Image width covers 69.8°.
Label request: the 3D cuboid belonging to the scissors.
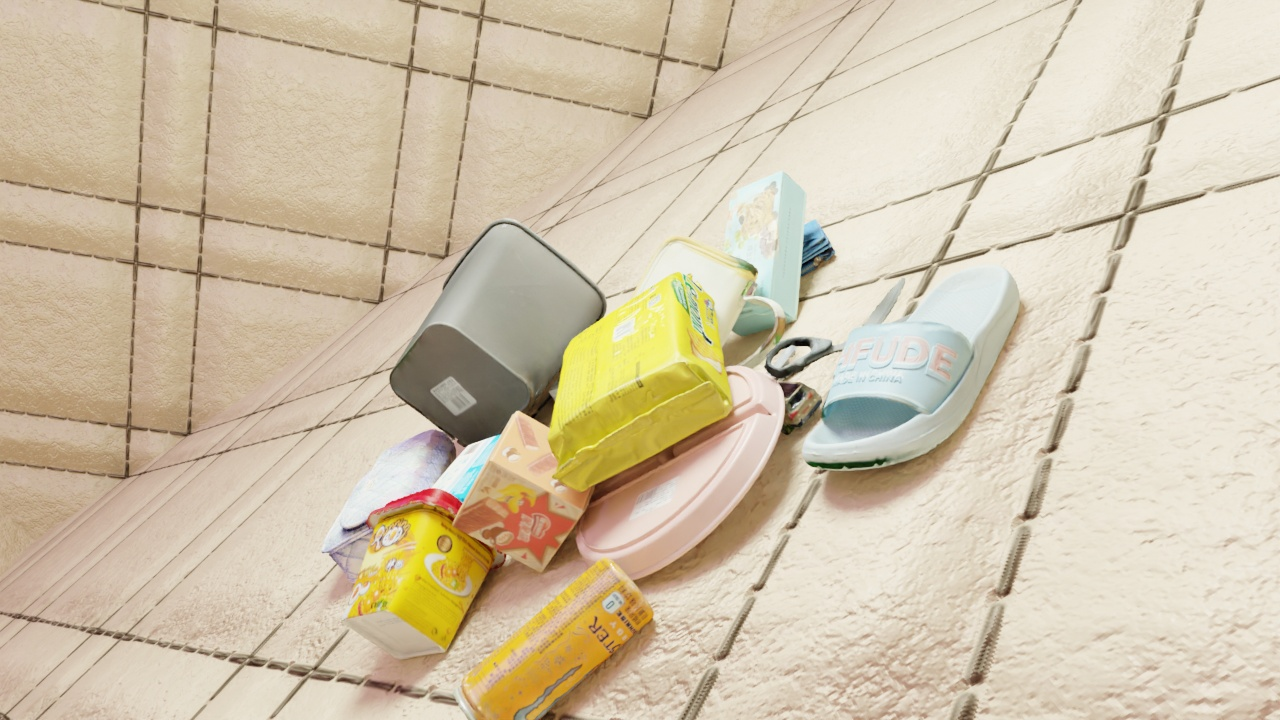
[{"bbox_3d":[0.186,-0.012,0.783,0.159,0.014,0.173,2,50,4],"label":"scissors"}]

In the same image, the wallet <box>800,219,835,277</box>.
[{"bbox_3d":[0.160,-0.115,1.084,0.133,0.040,0.106,-32,16,15],"label":"wallet"}]

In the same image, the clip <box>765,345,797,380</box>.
[{"bbox_3d":[0.132,0.009,0.869,0.057,0.029,0.024,-40,17,8],"label":"clip"}]

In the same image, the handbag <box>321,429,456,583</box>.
[{"bbox_3d":[-0.302,0.172,1.115,0.134,0.075,0.193,-30,21,14],"label":"handbag"}]

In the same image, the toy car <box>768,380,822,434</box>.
[{"bbox_3d":[0.117,0.038,0.805,0.042,0.035,0.091,-43,19,-23],"label":"toy car"}]

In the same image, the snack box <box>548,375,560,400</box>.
[{"bbox_3d":[-0.038,0.002,1.145,0.157,0.027,0.084,-20,24,36],"label":"snack box"}]

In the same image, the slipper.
[{"bbox_3d":[0.209,-0.006,0.698,0.244,0.074,0.104,-45,23,-29],"label":"slipper"}]

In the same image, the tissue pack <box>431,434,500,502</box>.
[{"bbox_3d":[-0.171,0.138,0.996,0.090,0.063,0.139,-19,24,40],"label":"tissue pack"}]

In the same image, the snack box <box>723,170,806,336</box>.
[{"bbox_3d":[0.133,-0.117,1.006,0.074,0.051,0.174,-16,54,42],"label":"snack box"}]

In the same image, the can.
[{"bbox_3d":[-0.061,0.210,0.663,0.146,0.058,0.058,-40,20,-11],"label":"can"}]

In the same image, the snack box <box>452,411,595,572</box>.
[{"bbox_3d":[-0.101,0.119,0.832,0.093,0.094,0.076,-57,7,32],"label":"snack box"}]

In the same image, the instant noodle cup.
[{"bbox_3d":[-0.206,0.202,0.854,0.116,0.116,0.123,-21,35,35],"label":"instant noodle cup"}]

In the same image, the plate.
[{"bbox_3d":[0.026,0.089,0.788,0.230,0.028,0.229,-40,19,17],"label":"plate"}]

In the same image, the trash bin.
[{"bbox_3d":[-0.187,-0.025,1.169,0.199,0.199,0.219,-42,14,37],"label":"trash bin"}]

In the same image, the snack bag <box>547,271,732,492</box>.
[{"bbox_3d":[-0.005,0.005,0.835,0.158,0.068,0.246,-29,24,14],"label":"snack bag"}]

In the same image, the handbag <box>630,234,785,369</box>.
[{"bbox_3d":[0.066,-0.029,0.945,0.179,0.063,0.163,29,92,41],"label":"handbag"}]
